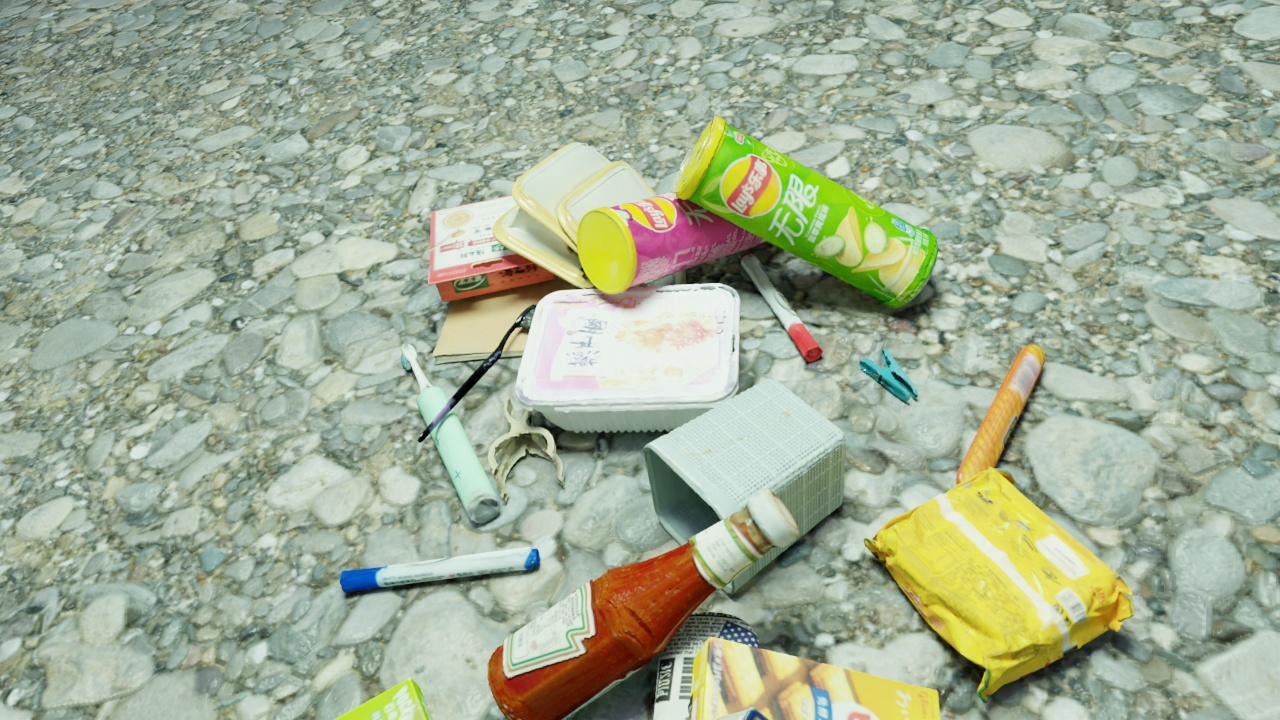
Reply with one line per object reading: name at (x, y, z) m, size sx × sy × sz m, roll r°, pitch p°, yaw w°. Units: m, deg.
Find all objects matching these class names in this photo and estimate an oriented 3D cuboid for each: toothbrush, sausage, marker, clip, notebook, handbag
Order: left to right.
marker at (-0.145, 0.151, 0.662) m, size 0.146 × 0.017 × 0.016 m, roll -8°, pitch 44°, yaw 6°
toothbrush at (-0.166, 0.050, 0.763) m, size 0.026 × 0.027 × 0.224 m, roll 5°, pitch 32°, yaw -36°
toothbrush at (-0.132, 0.008, 0.780) m, size 0.017 × 0.014 × 0.188 m, roll 23°, pitch 46°, yaw 13°
clip at (-0.103, 0.069, 0.723) m, size 0.094 × 0.035 × 0.102 m, roll -33°, pitch 42°, yaw -21°
notebook at (-0.107, -0.079, 0.892) m, size 0.149 × 0.012 × 0.211 m, roll -4°, pitch 44°, yaw 9°
handbag at (-0.026, -0.123, 0.853) m, size 0.179 × 0.063 × 0.162 m, roll 33°, pitch 37°, yaw 4°
marker at (0.120, -0.050, 0.802) m, size 0.017 × 0.017 × 0.145 m, roll -19°, pitch 44°, yaw -6°
clip at (0.197, 0.012, 0.721) m, size 0.049 × 0.015 × 0.057 m, roll -23°, pitch 43°, yaw -13°
sausage at (0.263, 0.042, 0.668) m, size 0.021 × 0.021 × 0.164 m, roll 20°, pitch 53°, yaw 30°

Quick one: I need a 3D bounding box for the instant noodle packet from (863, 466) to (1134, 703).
instant noodle packet at (0.220, 0.135, 0.569) m, size 0.110 × 0.044 × 0.128 m, roll -28°, pitch 41°, yaw -5°

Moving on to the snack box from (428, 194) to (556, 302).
snack box at (-0.143, -0.105, 0.886) m, size 0.113 × 0.044 × 0.127 m, roll -11°, pitch 42°, yaw -1°

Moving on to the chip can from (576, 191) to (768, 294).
chip can at (0.047, -0.118, 0.804) m, size 0.210 × 0.071 × 0.071 m, roll -21°, pitch 40°, yaw -37°

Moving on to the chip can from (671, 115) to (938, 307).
chip can at (0.139, -0.119, 0.755) m, size 0.221 × 0.073 × 0.072 m, roll 26°, pitch 47°, yaw -10°

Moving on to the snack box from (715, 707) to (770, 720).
snack box at (0.060, 0.282, 0.394) m, size 0.182 × 0.046 × 0.177 m, roll 41°, pitch 60°, yaw 4°

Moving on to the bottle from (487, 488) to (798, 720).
bottle at (0.002, 0.147, 0.549) m, size 0.206 × 0.060 × 0.059 m, roll -36°, pitch 43°, yaw 10°

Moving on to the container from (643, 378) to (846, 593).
container at (0.076, 0.081, 0.629) m, size 0.111 × 0.090 × 0.090 m, roll -29°, pitch 46°, yaw -20°

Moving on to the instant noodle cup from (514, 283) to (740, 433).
instant noodle cup at (-0.004, 0.004, 0.744) m, size 0.173 × 0.060 × 0.137 m, roll -3°, pitch 44°, yaw 11°

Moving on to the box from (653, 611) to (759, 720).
box at (0.039, 0.225, 0.529) m, size 0.072 × 0.060 × 0.164 m, roll 13°, pitch 47°, yaw -3°

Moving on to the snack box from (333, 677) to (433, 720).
snack box at (-0.193, 0.267, 0.549) m, size 0.156 × 0.026 × 0.085 m, roll -27°, pitch 45°, yaw -14°

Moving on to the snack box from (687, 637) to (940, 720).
snack box at (0.095, 0.210, 0.496) m, size 0.140 × 0.034 × 0.086 m, roll 17°, pitch 45°, yaw -6°
